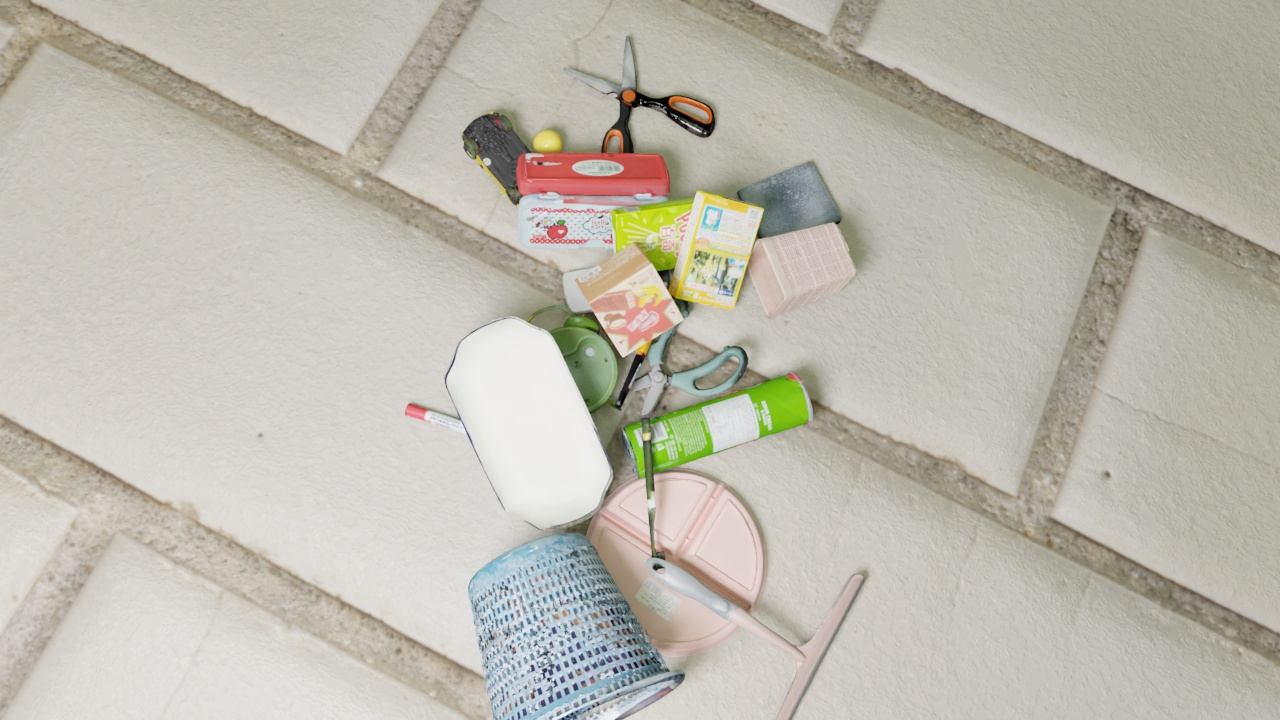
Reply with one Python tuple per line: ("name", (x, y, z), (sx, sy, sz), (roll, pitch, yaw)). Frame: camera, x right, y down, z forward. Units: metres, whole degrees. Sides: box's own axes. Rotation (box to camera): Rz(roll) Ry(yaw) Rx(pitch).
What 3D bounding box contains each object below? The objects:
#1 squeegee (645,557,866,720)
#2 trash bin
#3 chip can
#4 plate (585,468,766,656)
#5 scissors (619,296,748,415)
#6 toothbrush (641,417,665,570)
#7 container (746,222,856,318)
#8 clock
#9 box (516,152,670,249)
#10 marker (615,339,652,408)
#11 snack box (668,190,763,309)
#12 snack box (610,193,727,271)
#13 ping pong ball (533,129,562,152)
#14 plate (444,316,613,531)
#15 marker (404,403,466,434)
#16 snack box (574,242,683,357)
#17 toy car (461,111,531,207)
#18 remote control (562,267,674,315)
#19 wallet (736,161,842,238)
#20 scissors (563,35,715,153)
("squeegee", (0.114, 0.303, 1.084), (0.249, 0.040, 0.247), (32, 78, -3))
("trash bin", (-0.091, 0.309, 1.020), (0.226, 0.227, 0.195), (-21, 65, -9))
("chip can", (0.094, 0.081, 1.151), (0.236, 0.072, 0.072), (-17, 77, -8))
("plate", (0.044, 0.245, 1.128), (0.229, 0.028, 0.229), (1, 76, -4))
("scissors", (0.062, 0.001, 1.179), (0.181, 0.019, 0.170), (14, 72, 17))
("toothbrush", (0.015, 0.160, 1.099), (0.017, 0.012, 0.186), (-5, 94, -12))
("container", (0.212, -0.121, 1.206), (0.111, 0.090, 0.090), (-18, 77, -11))
("clock", (-0.094, 0.004, 1.168), (0.116, 0.056, 0.161), (-19, 77, -9))
("box", (-0.064, -0.210, 1.220), (0.201, 0.101, 0.102), (-1, 45, -10))
("marker", (-0.007, 0.007, 1.165), (0.015, 0.018, 0.123), (17, 65, 13))
("snack box", (0.097, -0.141, 1.186), (0.086, 0.034, 0.140), (9, 104, -22))
("snack box", (0.041, -0.163, 1.194), (0.156, 0.026, 0.086), (-10, 116, -15))
("ping pong ball", (-0.126, -0.295, 1.253), (0.040, 0.040, 0.040), (1, 75, -4))
("plate", (-0.131, 0.076, 1.112), (0.162, 0.034, 0.265), (-24, 93, 20))
("marker", (-0.227, 0.084, 1.159), (0.145, 0.017, 0.017), (18, 74, 1))
("snack box", (-0.014, -0.077, 1.155), (0.093, 0.077, 0.094), (-32, 123, 0))
("toy car", (-0.178, -0.266, 1.241), (0.071, 0.041, 0.156), (-41, 88, -13))
("remote control", (-0.027, -0.101, 1.218), (0.150, 0.021, 0.058), (-12, 76, -6))
("wallet", (0.206, -0.212, 1.266), (0.120, 0.019, 0.097), (-23, 80, -11))
("scissors", (-0.008, -0.349, 1.286), (0.234, 0.022, 0.220), (18, 74, 0))
